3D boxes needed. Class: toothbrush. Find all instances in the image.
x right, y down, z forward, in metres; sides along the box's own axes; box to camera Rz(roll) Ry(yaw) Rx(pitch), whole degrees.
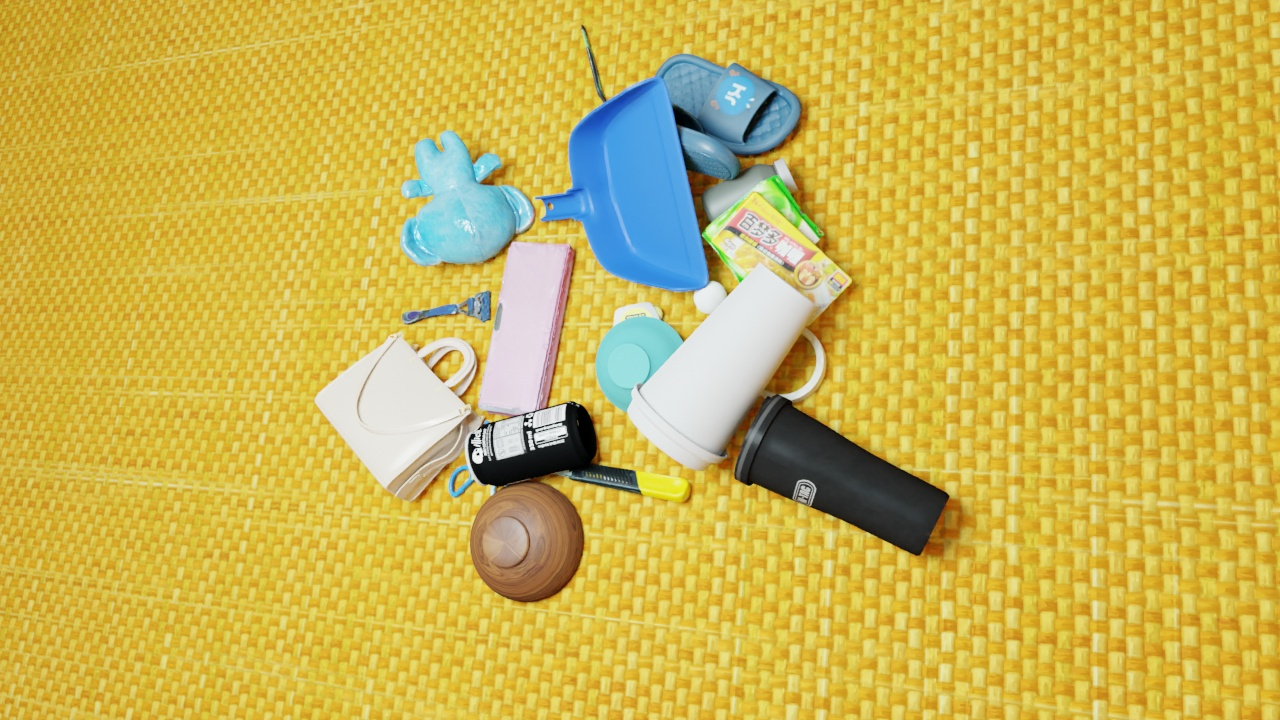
[{"bbox_3d":[-0.061,-0.382,1.254,0.017,0.014,0.188,-24,69,23],"label":"toothbrush"}]

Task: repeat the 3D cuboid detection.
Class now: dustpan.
[{"bbox_3d":[-0.043,-0.203,1.146,0.258,0.059,0.246,7,115,53],"label":"dustpan"}]

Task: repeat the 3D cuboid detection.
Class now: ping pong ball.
[{"bbox_3d":[0.084,-0.076,1.106,0.040,0.040,0.040,-5,75,21],"label":"ping pong ball"}]

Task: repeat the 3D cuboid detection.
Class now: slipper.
[{"bbox_3d":[0.099,-0.326,1.152,0.214,0.059,0.104,31,92,27],"label":"slipper"},{"bbox_3d":[0.044,-0.278,1.117,0.214,0.103,0.059,34,90,44],"label":"slipper"}]

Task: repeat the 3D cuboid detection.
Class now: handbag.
[{"bbox_3d":[-0.295,0.052,1.208,0.197,0.101,0.194,-44,65,-6],"label":"handbag"}]

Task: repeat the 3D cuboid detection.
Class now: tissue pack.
[{"bbox_3d":[0.143,-0.146,1.075,0.114,0.034,0.099,-38,100,16],"label":"tissue pack"}]

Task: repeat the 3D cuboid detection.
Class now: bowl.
[{"bbox_3d":[-0.007,0.007,1.105,0.121,0.046,0.121,0,90,20],"label":"bowl"},{"bbox_3d":[-0.150,0.218,1.107,0.147,0.069,0.147,-3,80,18],"label":"bowl"}]

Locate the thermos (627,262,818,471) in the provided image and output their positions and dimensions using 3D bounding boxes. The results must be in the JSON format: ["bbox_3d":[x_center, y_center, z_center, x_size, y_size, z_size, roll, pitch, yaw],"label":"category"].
[{"bbox_3d":[0.095,0.004,1.022,0.131,0.131,0.222,43,102,25],"label":"thermos"}]

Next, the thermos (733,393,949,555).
[{"bbox_3d":[0.210,0.125,0.979,0.219,0.106,0.106,26,88,20],"label":"thermos"}]

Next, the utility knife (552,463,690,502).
[{"bbox_3d":[-0.033,0.142,1.113,0.198,0.020,0.028,8,57,25],"label":"utility knife"}]

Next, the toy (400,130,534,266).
[{"bbox_3d":[-0.247,-0.215,1.240,0.183,0.115,0.180,-22,87,-8],"label":"toy"}]

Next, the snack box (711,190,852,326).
[{"bbox_3d":[0.160,-0.116,1.049,0.152,0.025,0.075,41,106,-6],"label":"snack box"}]

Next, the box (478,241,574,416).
[{"bbox_3d":[-0.147,-0.042,1.192,0.098,0.041,0.232,7,80,24],"label":"box"}]

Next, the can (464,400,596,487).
[{"bbox_3d":[-0.133,0.103,1.122,0.146,0.080,0.080,-15,72,13],"label":"can"}]

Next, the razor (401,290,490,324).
[{"bbox_3d":[-0.270,-0.066,1.259,0.141,0.018,0.043,-8,75,20],"label":"razor"}]

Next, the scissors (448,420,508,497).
[{"bbox_3d":[-0.192,0.143,1.180,0.125,0.016,0.125,-44,70,7],"label":"scissors"}]

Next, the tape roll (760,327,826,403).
[{"bbox_3d":[0.168,0.003,1.065,0.094,0.019,0.094,-5,75,21],"label":"tape roll"}]

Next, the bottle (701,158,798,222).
[{"bbox_3d":[0.132,-0.199,1.106,0.108,0.060,0.060,-26,69,15],"label":"bottle"}]

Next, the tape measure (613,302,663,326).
[{"bbox_3d":[-0.002,-0.038,1.145,0.064,0.016,0.065,-8,75,20],"label":"tape measure"}]
